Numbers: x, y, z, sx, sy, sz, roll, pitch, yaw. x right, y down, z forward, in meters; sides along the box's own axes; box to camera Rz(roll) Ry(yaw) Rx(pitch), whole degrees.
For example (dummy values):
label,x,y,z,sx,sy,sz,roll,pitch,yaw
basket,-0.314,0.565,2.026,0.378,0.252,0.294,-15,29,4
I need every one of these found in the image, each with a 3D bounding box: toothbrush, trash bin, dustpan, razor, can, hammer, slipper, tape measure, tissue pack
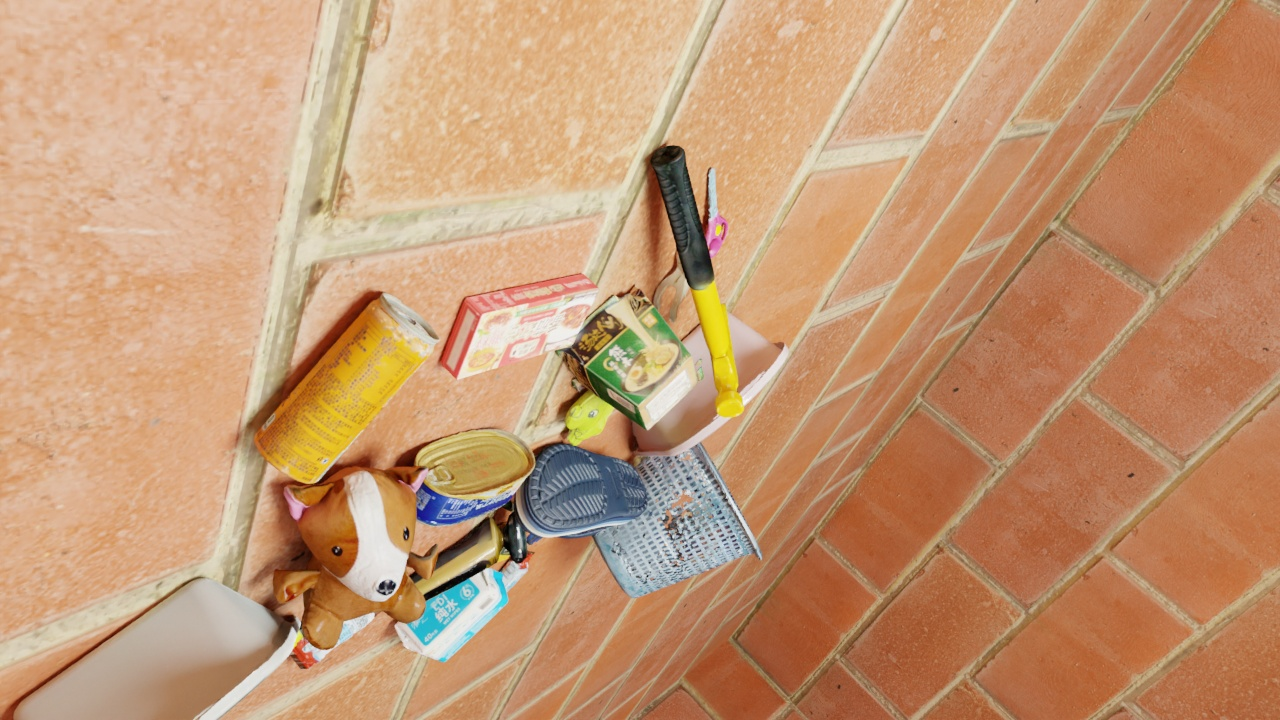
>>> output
label,x,y,z,sx,sy,sz,roll,pitch,yaw
toothbrush,-0.157,0.174,1.114,0.017,0.012,0.186,-50,158,-8
trash bin,0.035,0.228,1.306,0.195,0.226,0.227,-29,157,-2
dustpan,-0.378,0.299,0.759,0.222,0.142,0.258,-37,155,-22
razor,-0.203,0.239,1.079,0.167,0.067,0.062,-29,152,-24
can,-0.217,0.021,0.681,0.146,0.058,0.058,-48,158,2
hammer,0.060,-0.081,0.915,0.033,0.128,0.301,-12,135,7
slipper,-0.083,0.167,1.135,0.095,0.105,0.252,-31,161,24
can,-0.170,0.114,0.906,0.147,0.074,0.049,-14,144,-56
tape measure,-0.175,0.233,1.157,0.060,0.029,0.057,-56,156,20
dustpan,0.096,0.057,1.203,0.222,0.139,0.273,-44,157,-9
tissue pack,-0.231,0.308,1.137,0.140,0.063,0.090,-44,156,-11

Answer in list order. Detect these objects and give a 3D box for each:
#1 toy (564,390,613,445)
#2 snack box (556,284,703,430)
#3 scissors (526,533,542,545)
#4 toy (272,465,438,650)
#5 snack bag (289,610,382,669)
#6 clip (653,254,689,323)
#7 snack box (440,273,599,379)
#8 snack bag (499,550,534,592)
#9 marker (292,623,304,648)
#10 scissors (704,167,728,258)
label,x,y,z,sx,sy,sz,roll,pitch,yaw
toy,-0.058,0.061,1.075,0.096,0.031,0.100,-28,156,-46
snack box,-0.006,0.006,0.974,0.117,0.105,0.118,-42,157,-9
scissors,-0.097,0.200,1.253,0.155,0.012,0.166,-47,164,1
toy,-0.249,0.172,0.814,0.139,0.130,0.200,-12,133,-34
snack bag,-0.325,0.286,0.977,0.104,0.026,0.048,-38,133,-24
clip,0.040,-0.083,1.003,0.094,0.035,0.102,-42,153,-14
snack box,-0.106,-0.033,0.833,0.152,0.025,0.075,-19,145,-50
snack bag,-0.185,0.301,1.258,0.105,0.026,0.045,-48,167,6
marker,-0.340,0.273,0.946,0.123,0.015,0.018,-37,152,-25
scissors,0.077,-0.157,0.969,0.054,0.017,0.133,-54,158,-23
